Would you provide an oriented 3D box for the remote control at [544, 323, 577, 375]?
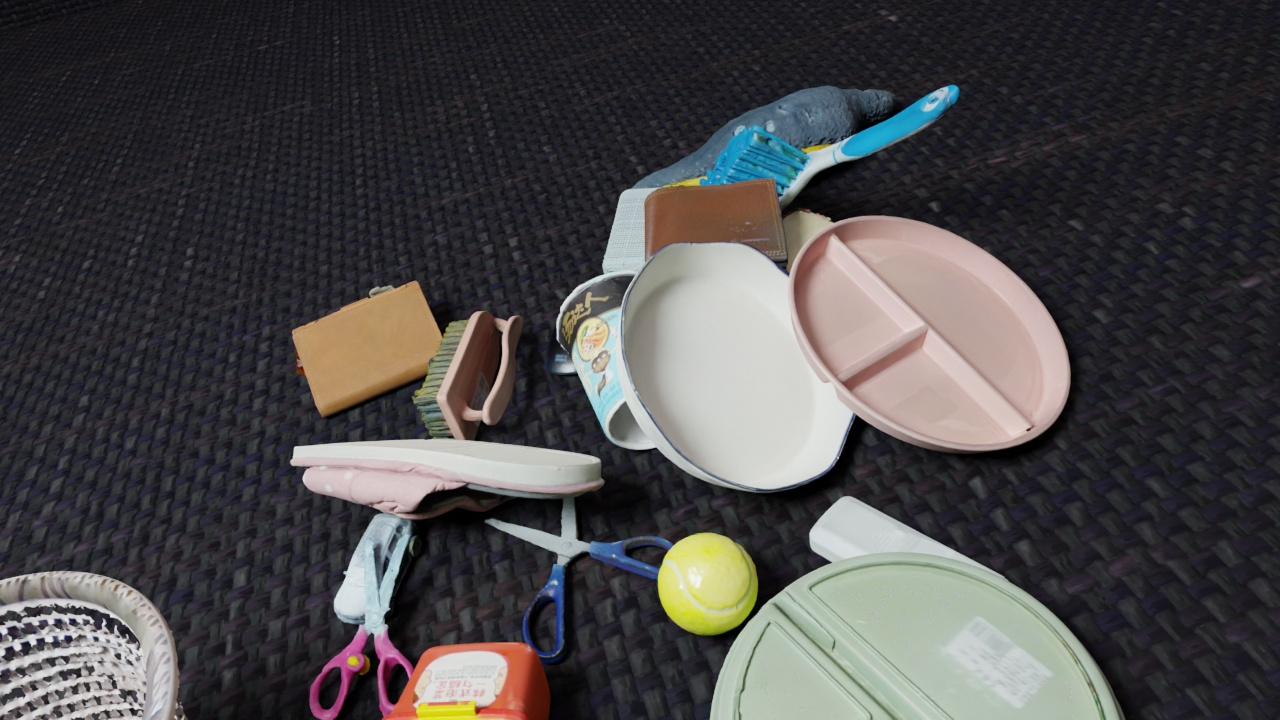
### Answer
[{"bbox_3d":[-0.055,-0.038,0.874,0.053,0.024,0.136,1,42,18],"label":"remote control"}]

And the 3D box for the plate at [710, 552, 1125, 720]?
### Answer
[{"bbox_3d":[0.150,0.204,0.512,0.230,0.027,0.229,-8,47,8],"label":"plate"}]

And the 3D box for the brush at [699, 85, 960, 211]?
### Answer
[{"bbox_3d":[0.146,-0.184,0.826,0.109,0.315,0.060,24,69,-11],"label":"brush"}]

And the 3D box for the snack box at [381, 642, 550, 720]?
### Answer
[{"bbox_3d":[-0.100,0.215,0.549,0.091,0.082,0.080,-5,30,9],"label":"snack box"}]

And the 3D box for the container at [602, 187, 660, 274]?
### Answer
[{"bbox_3d":[0.018,-0.097,0.876,0.090,0.090,0.111,0,44,16],"label":"container"}]

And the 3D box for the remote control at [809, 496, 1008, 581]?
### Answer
[{"bbox_3d":[0.174,0.133,0.610,0.125,0.024,0.048,27,55,37],"label":"remote control"}]

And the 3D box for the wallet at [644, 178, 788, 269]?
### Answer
[{"bbox_3d":[0.064,-0.113,0.804,0.124,0.032,0.101,-5,51,2],"label":"wallet"}]

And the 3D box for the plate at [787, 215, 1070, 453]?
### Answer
[{"bbox_3d":[0.221,-0.023,0.715,0.229,0.028,0.229,7,52,-9],"label":"plate"}]

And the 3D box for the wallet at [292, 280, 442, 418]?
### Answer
[{"bbox_3d":[-0.258,-0.014,0.878,0.131,0.031,0.107,-24,64,-12],"label":"wallet"}]

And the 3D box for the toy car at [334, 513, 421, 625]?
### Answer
[{"bbox_3d":[-0.196,0.154,0.682,0.043,0.034,0.090,3,44,14],"label":"toy car"}]

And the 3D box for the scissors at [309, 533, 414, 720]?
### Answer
[{"bbox_3d":[-0.175,0.181,0.631,0.094,0.017,0.137,6,61,19],"label":"scissors"}]

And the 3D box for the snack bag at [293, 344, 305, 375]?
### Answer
[{"bbox_3d":[-0.291,-0.015,0.913,0.104,0.026,0.048,-20,49,-9],"label":"snack bag"}]

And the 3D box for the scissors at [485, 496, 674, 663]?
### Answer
[{"bbox_3d":[-0.048,0.145,0.666,0.176,0.012,0.161,5,43,21],"label":"scissors"}]

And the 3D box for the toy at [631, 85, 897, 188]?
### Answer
[{"bbox_3d":[0.157,-0.242,1.017,0.355,0.091,0.138,-24,13,-15],"label":"toy"}]

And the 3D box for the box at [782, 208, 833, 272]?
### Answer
[{"bbox_3d":[0.118,-0.071,0.824,0.168,0.077,0.091,-35,44,-23],"label":"box"}]

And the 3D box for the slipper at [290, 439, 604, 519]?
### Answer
[{"bbox_3d":[-0.152,0.091,0.698,0.275,0.054,0.114,1,-1,26],"label":"slipper"}]

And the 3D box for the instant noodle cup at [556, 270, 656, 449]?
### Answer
[{"bbox_3d":[-0.004,0.004,0.753,0.111,0.111,0.120,-16,47,-4],"label":"instant noodle cup"}]

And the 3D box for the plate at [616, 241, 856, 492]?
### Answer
[{"bbox_3d":[0.070,0.006,0.695,0.204,0.046,0.204,13,59,-23],"label":"plate"}]

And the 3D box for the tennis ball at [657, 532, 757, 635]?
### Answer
[{"bbox_3d":[0.044,0.146,0.598,0.065,0.065,0.065,-8,40,6],"label":"tennis ball"}]

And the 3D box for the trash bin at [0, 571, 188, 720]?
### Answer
[{"bbox_3d":[-0.305,0.255,0.465,0.227,0.192,0.227,-8,40,6],"label":"trash bin"}]

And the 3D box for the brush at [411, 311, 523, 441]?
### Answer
[{"bbox_3d":[-0.146,0.008,0.817,0.073,0.063,0.145,-7,38,14],"label":"brush"}]
